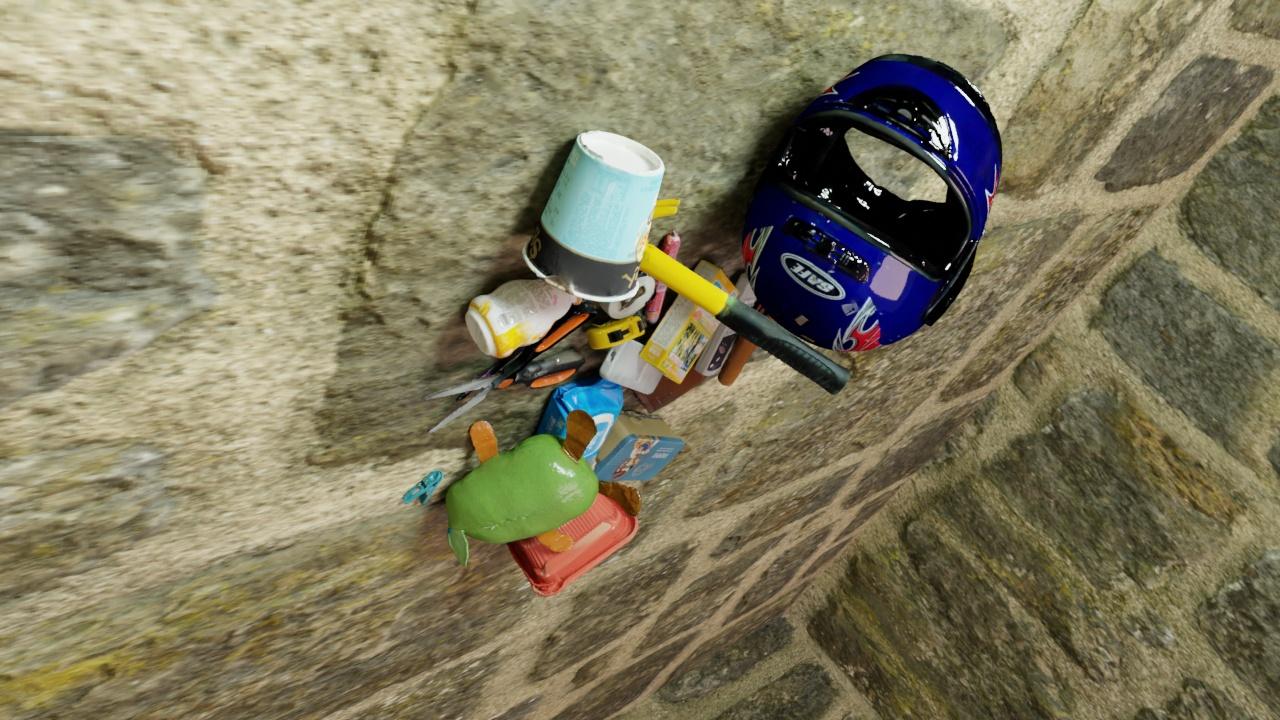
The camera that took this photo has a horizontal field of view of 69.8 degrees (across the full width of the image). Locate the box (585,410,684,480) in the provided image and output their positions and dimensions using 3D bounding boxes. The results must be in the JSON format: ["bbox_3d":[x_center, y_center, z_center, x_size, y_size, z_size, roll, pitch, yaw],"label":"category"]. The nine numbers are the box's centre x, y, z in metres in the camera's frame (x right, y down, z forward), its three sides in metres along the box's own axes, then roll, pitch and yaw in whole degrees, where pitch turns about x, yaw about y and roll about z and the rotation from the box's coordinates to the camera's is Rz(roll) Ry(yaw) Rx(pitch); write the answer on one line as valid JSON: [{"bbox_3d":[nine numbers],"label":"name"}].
[{"bbox_3d":[-0.012,0.123,1.300,0.090,0.061,0.184,-48,152,18],"label":"box"}]

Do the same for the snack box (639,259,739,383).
[{"bbox_3d":[0.061,-0.045,1.113,0.140,0.034,0.087,-59,154,-1],"label":"snack box"}]

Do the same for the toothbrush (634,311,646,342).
[{"bbox_3d":[-0.020,0.002,1.148,0.014,0.016,0.190,-34,159,-34],"label":"toothbrush"}]

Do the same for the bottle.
[{"bbox_3d":[-0.110,-0.048,0.877,0.108,0.063,0.063,-29,153,-21],"label":"bottle"}]

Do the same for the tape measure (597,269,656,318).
[{"bbox_3d":[-0.016,-0.077,0.993,0.066,0.033,0.066,-35,153,-10],"label":"tape measure"}]

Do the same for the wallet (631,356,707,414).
[{"bbox_3d":[0.034,0.021,1.231,0.101,0.032,0.124,-36,154,-2],"label":"wallet"}]

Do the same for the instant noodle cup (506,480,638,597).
[{"bbox_3d":[-0.106,0.215,1.231,0.164,0.189,0.079,-36,119,-11],"label":"instant noodle cup"}]

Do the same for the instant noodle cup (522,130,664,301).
[{"bbox_3d":[-0.035,-0.130,0.805,0.111,0.111,0.121,-13,137,-44],"label":"instant noodle cup"}]

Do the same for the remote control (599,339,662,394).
[{"bbox_3d":[-0.007,0.006,1.111,0.056,0.020,0.136,-63,154,2],"label":"remote control"}]

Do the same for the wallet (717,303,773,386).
[{"bbox_3d":[0.155,-0.037,1.263,0.107,0.031,0.132,-52,170,-41],"label":"wallet"}]

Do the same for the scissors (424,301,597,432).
[{"bbox_3d":[-0.129,0.008,0.972,0.235,0.021,0.220,-39,164,20],"label":"scissors"}]

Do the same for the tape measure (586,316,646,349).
[{"bbox_3d":[-0.032,-0.035,1.024,0.057,0.029,0.060,-25,-165,-27],"label":"tape measure"}]

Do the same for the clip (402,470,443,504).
[{"bbox_3d":[-0.250,0.148,1.069,0.054,0.013,0.034,-48,155,16],"label":"clip"}]

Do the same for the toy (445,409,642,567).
[{"bbox_3d":[-0.132,0.153,1.094,0.247,0.089,0.227,-21,118,16],"label":"toy"}]

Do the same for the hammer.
[{"bbox_3d":[0.083,-0.054,0.922,0.129,0.300,0.032,-50,-166,34],"label":"hammer"}]

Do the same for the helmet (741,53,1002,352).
[{"bbox_3d":[0.226,-0.137,0.961,0.240,0.247,0.316,-55,166,-10],"label":"helmet"}]

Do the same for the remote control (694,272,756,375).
[{"bbox_3d":[0.118,-0.047,1.201,0.058,0.021,0.150,-14,133,-59],"label":"remote control"}]

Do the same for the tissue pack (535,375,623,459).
[{"bbox_3d":[-0.078,0.080,1.146,0.094,0.052,0.158,-18,148,-39],"label":"tissue pack"}]

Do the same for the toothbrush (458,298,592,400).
[{"bbox_3d":[-0.120,-0.016,0.972,0.189,0.018,0.014,-40,161,5],"label":"toothbrush"}]

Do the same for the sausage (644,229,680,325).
[{"bbox_3d":[0.023,-0.091,1.041,0.020,0.020,0.156,-25,151,-28],"label":"sausage"}]
